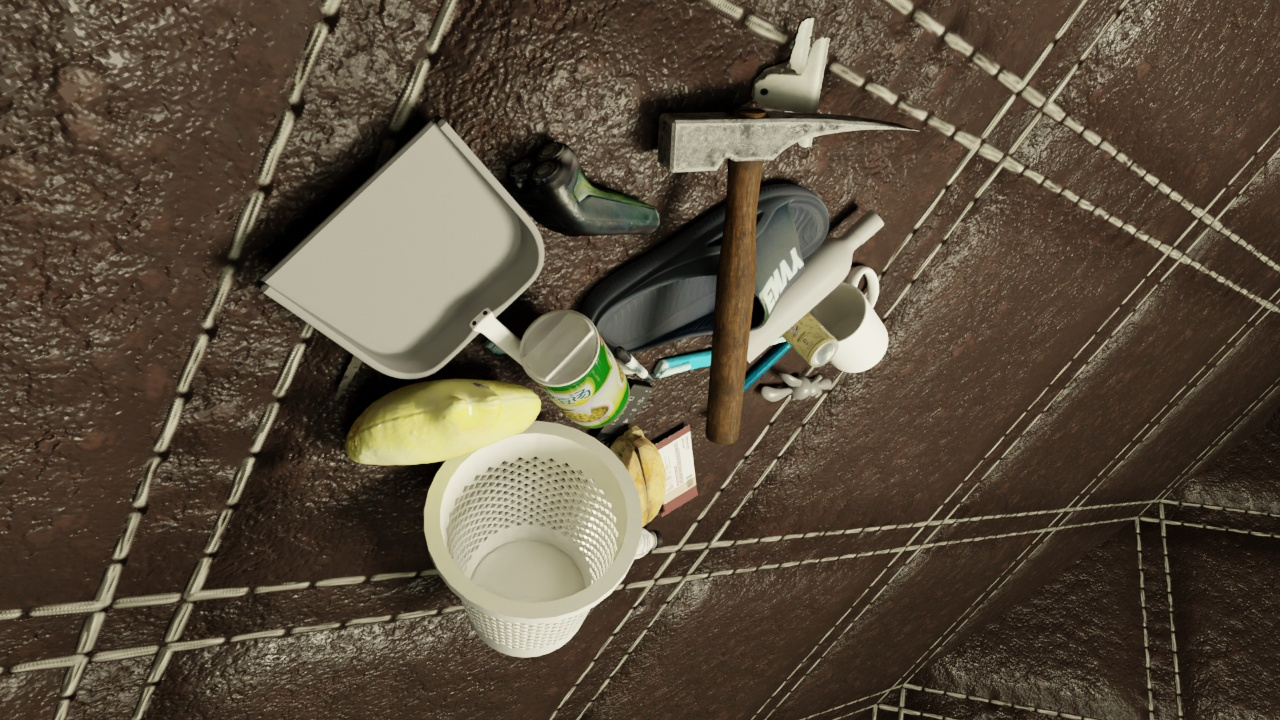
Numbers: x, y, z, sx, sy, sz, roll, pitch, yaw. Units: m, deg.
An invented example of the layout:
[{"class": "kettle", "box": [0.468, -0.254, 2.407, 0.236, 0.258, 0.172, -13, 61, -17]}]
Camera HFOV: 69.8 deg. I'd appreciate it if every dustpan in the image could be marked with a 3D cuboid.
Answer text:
[{"class": "dustpan", "box": [-0.141, -0.050, 0.703, 0.163, 0.033, 0.257, -43, 151, -1]}]

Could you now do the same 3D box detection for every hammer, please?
[{"class": "hammer", "box": [0.118, -0.067, 0.801, 0.217, 0.037, 0.301, -5, 115, -16]}]

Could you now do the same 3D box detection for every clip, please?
[{"class": "clip", "box": [0.127, -0.228, 0.764, 0.051, 0.058, 0.102, -46, 152, -35]}]

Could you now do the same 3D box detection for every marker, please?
[{"class": "marker", "box": [-0.005, 0.005, 0.877, 0.011, 0.011, 0.152, -40, 165, 2]}]

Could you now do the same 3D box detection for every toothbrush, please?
[{"class": "toothbrush", "box": [-0.069, -0.003, 0.852, 0.188, 0.016, 0.017, 12, 131, -47]}]

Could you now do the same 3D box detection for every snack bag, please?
[{"class": "snack bag", "box": [0.040, 0.135, 1.100, 0.057, 0.013, 0.158, -31, 144, -15]}]

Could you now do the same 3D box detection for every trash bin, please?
[{"class": "trash bin", "box": [-0.108, 0.195, 0.905, 0.195, 0.195, 0.200, -22, 151, -23]}]

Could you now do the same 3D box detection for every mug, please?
[{"class": "mug", "box": [0.237, -0.052, 1.028, 0.090, 0.074, 0.110, 37, 76, -54]}]

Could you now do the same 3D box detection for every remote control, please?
[{"class": "remote control", "box": [-0.039, 0.081, 0.970, 0.034, 0.013, 0.150, 11, 122, -47]}]

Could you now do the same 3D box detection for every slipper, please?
[{"class": "slipper", "box": [0.075, -0.072, 0.846, 0.267, 0.083, 0.111, -28, 141, -12]}]

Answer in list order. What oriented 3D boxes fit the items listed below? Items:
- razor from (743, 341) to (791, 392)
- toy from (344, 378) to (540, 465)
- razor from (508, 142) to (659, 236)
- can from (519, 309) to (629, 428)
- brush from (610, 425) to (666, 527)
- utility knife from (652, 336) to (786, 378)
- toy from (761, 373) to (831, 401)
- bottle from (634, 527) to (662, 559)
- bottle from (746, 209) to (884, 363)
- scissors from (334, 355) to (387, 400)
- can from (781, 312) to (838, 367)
[{"class": "razor", "box": [0.132, 0.018, 1.049, 0.144, 0.022, 0.042, -49, -179, 7]}, {"class": "toy", "box": [-0.159, 0.052, 0.774, 0.170, 0.064, 0.155, -10, 165, -29]}, {"class": "razor", "box": [-0.036, -0.128, 0.721, 0.151, 0.054, 0.067, 2, 103, -50]}, {"class": "can", "box": [-0.054, 0.010, 0.788, 0.067, 0.067, 0.121, -37, 155, -3]}, {"class": "brush", "box": [-0.005, 0.136, 1.026, 0.059, 0.043, 0.196, -31, 150, -18]}, {"class": "utility knife", "box": [0.091, -0.005, 0.989, 0.178, 0.015, 0.022, -11, 137, -31]}, {"class": "toy", "box": [0.192, 0.033, 1.108, 0.111, 0.030, 0.049, 2, 143, -49]}, {"class": "bottle", "box": [-0.021, 0.224, 1.120, 0.115, 0.041, 0.041, 3, 128, -43]}, {"class": "bottle", "box": [0.168, -0.081, 0.941, 0.195, 0.052, 0.052, -42, 145, 4]}, {"class": "scissors", "box": [-0.200, -0.039, 0.696, 0.157, 0.012, 0.166, -40, 149, -1]}, {"class": "can", "box": [0.171, -0.032, 0.974, 0.038, 0.079, 0.038, -24, 142, -20]}]
